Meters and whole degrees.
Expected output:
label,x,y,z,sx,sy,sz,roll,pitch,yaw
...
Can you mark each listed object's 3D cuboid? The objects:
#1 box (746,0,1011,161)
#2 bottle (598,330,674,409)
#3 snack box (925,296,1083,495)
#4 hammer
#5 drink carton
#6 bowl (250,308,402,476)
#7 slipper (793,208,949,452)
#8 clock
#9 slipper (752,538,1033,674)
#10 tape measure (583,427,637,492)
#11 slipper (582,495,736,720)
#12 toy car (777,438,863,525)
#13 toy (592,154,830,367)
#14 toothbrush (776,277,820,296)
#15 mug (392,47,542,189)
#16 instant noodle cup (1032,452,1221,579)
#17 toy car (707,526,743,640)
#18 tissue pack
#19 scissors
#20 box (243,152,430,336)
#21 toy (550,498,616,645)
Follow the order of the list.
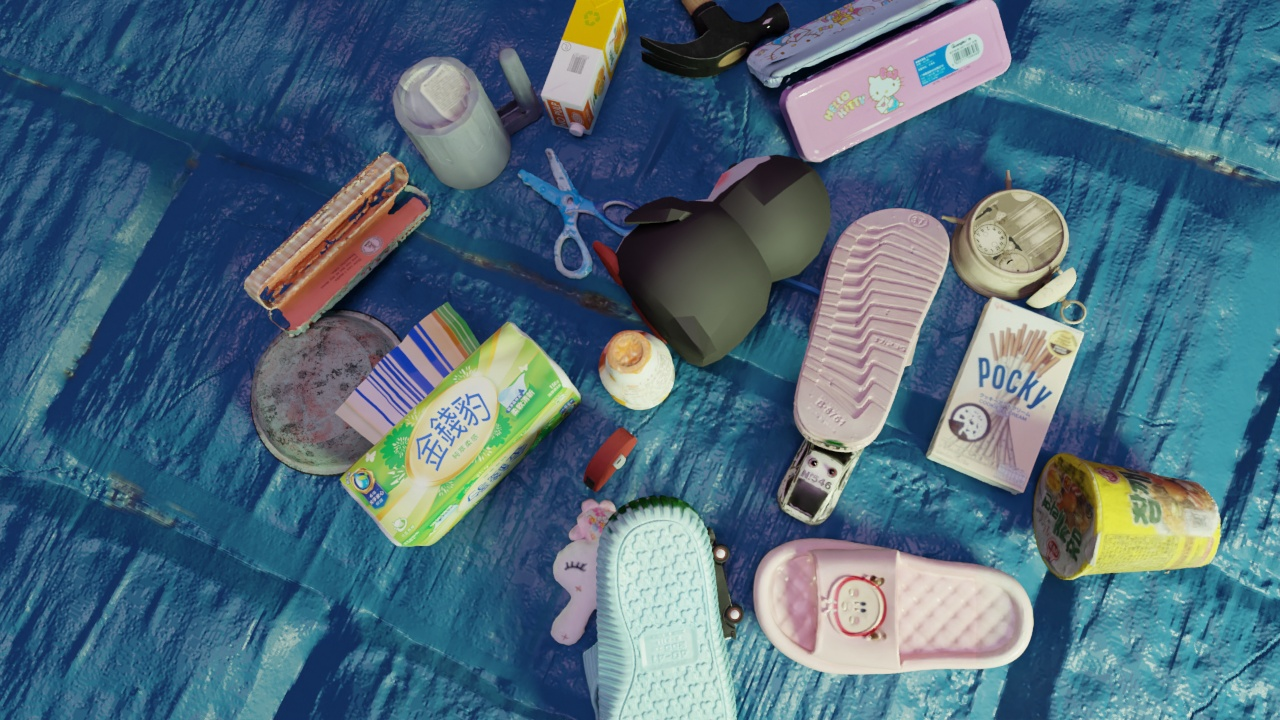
label,x,y,z,sx,sy,sz,roll,pitch,yaw
box,0.217,-0.282,0.842,0.214,0.062,0.140,-26,73,0
bottle,-0.005,0.005,0.773,0.063,0.109,0.063,-1,77,6
snack box,0.309,0.029,0.779,0.082,0.026,0.150,22,82,10
hammer,0.010,-0.412,0.903,0.132,0.040,0.305,-29,76,-5
drink carton,-0.052,-0.279,0.866,0.040,0.058,0.122,17,80,9
bowl,-0.288,0.024,0.833,0.157,0.038,0.157,-1,78,5
slipper,0.191,-0.026,0.785,0.094,0.064,0.238,19,67,13
clock,0.332,-0.089,0.789,0.093,0.054,0.141,-35,74,-3
slipper,0.201,0.202,0.738,0.222,0.056,0.106,4,80,6
tape measure,-0.027,0.086,0.787,0.019,0.051,0.059,38,83,12
slipper,0.013,0.235,0.729,0.116,0.069,0.276,-5,101,-7
toy car,0.157,0.083,0.776,0.048,0.040,0.112,27,81,10
toy,0.081,-0.089,0.755,0.184,0.159,0.140,-39,40,-3
toothbrush,0.084,-0.087,0.832,0.167,0.016,0.014,23,83,9
mug,-0.154,-0.227,0.842,0.124,0.104,0.084,-31,75,-1
instant noodle cup,0.382,0.126,0.721,0.108,0.102,0.102,4,78,-3
toy car,0.061,0.185,0.762,0.037,0.040,0.092,-13,79,3
tissue pack,-0.168,0.042,0.781,0.197,0.120,0.141,-43,80,-11
scissors,-0.053,-0.150,0.863,0.113,0.013,0.140,-22,75,2
box,-0.271,-0.107,0.831,0.076,0.055,0.186,47,69,-19
toy,-0.036,0.180,0.774,0.076,0.037,0.125,5,85,-1
